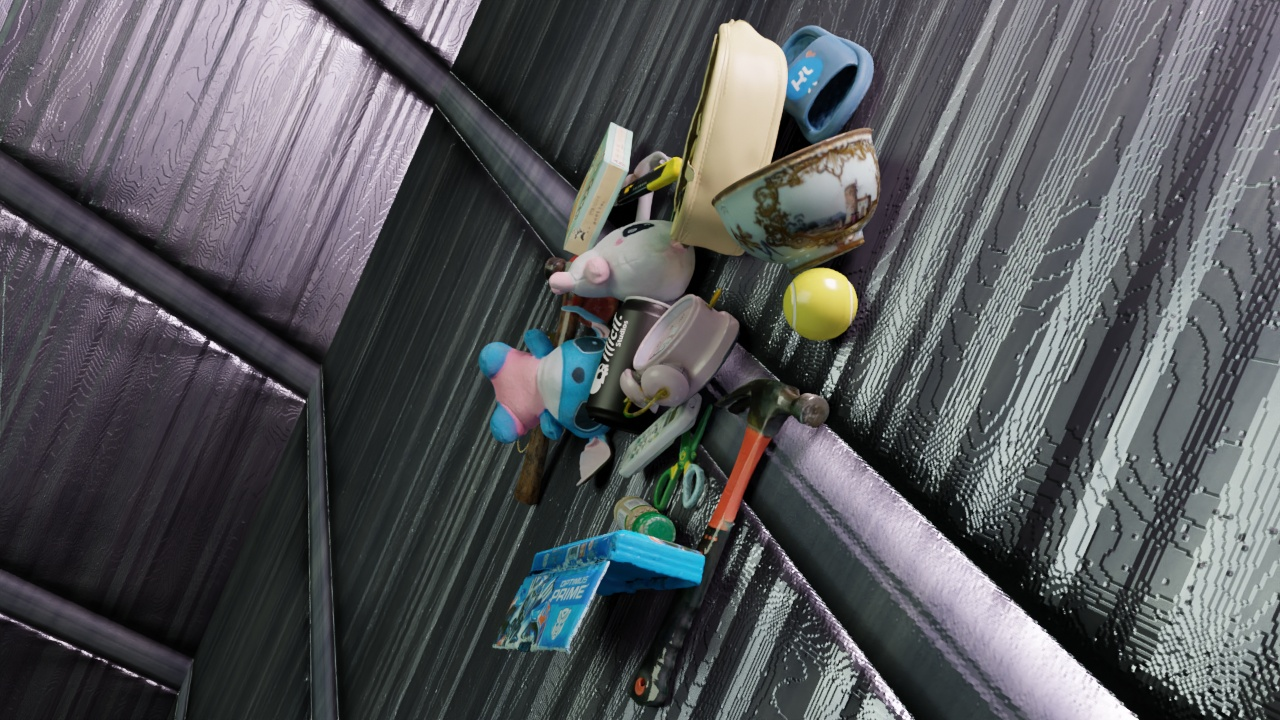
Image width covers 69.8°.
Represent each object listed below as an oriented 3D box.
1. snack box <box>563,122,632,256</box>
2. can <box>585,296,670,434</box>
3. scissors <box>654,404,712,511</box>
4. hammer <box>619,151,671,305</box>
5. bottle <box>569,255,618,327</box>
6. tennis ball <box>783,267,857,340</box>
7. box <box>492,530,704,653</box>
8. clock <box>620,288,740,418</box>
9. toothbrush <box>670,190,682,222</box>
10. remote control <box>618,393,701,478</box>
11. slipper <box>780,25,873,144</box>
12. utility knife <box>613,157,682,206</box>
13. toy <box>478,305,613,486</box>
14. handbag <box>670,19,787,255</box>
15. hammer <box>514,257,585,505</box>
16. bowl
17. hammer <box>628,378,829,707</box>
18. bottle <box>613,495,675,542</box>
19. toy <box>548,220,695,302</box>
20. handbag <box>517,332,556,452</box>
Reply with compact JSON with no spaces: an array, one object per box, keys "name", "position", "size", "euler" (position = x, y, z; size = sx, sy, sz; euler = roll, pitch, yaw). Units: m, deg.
[{"name":"snack box","position":[-0.059,-0.248,1.324],"size":[0.193,0.044,0.142],"euler":[-87,22,-61]},{"name":"can","position":[-0.006,0.006,1.059],"size":[0.080,0.080,0.146],"euler":[-2,67,60]},{"name":"scissors","position":[0.052,0.102,0.956],"size":[0.131,0.012,0.112],"euler":[-65,24,0]},{"name":"hammer","position":[-0.001,-0.147,1.222],"size":[0.125,0.029,0.310],"euler":[-30,45,49]},{"name":"bottle","position":[-0.071,-0.103,1.288],"size":[0.072,0.048,0.134],"euler":[-53,31,22]},{"name":"tennis ball","position":[0.161,-0.051,0.825],"size":[0.065,0.065,0.065],"euler":[-40,37,40]},{"name":"box","position":[-0.050,0.234,0.881],"size":[0.244,0.114,0.113],"euler":[-34,40,62]},{"name":"clock","position":[0.035,0.000,0.969],"size":[0.157,0.059,0.117],"euler":[-55,15,-16]},{"name":"toothbrush","position":[0.052,-0.209,1.199],"size":[0.014,0.017,0.187],"euler":[-9,65,63]},{"name":"remote control","position":[0.022,0.083,0.992],"size":[0.134,0.022,0.050],"euler":[-45,13,41]},{"name":"slipper","position":[0.187,-0.309,0.987],"size":[0.104,0.059,0.213],"euler":[-49,31,25]},{"name":"utility knife","position":[0.007,-0.234,1.221],"size":[0.174,0.020,0.028],"euler":[-13,60,60]},{"name":"toy","position":[-0.105,0.046,1.145],"size":[0.192,0.099,0.224],"euler":[-7,83,20]},{"name":"handbag","position":[0.088,-0.247,1.014],"size":[0.190,0.088,0.233],"euler":[-99,20,-59]},{"name":"hammer","position":[-0.110,0.033,1.218],"size":[0.120,0.033,0.330],"euler":[17,95,36]},{"name":"bowl","position":[0.155,-0.136,0.849],"size":[0.160,0.159,0.094],"euler":[-24,89,52]},{"name":"hammer","position":[0.066,0.173,0.863],"size":[0.133,0.033,0.333],"euler":[24,91,61]},{"name":"bottle","position":[0.001,0.168,0.948],"size":[0.042,0.042,0.110],"euler":[-68,16,-2]},{"name":"toy","position":[-0.022,-0.111,1.104],"size":[0.139,0.179,0.101],"euler":[-102,0,-83]},{"name":"handbag","position":[-0.152,0.046,1.342],"size":[0.084,0.027,0.178],"euler":[-3,68,59]}]
